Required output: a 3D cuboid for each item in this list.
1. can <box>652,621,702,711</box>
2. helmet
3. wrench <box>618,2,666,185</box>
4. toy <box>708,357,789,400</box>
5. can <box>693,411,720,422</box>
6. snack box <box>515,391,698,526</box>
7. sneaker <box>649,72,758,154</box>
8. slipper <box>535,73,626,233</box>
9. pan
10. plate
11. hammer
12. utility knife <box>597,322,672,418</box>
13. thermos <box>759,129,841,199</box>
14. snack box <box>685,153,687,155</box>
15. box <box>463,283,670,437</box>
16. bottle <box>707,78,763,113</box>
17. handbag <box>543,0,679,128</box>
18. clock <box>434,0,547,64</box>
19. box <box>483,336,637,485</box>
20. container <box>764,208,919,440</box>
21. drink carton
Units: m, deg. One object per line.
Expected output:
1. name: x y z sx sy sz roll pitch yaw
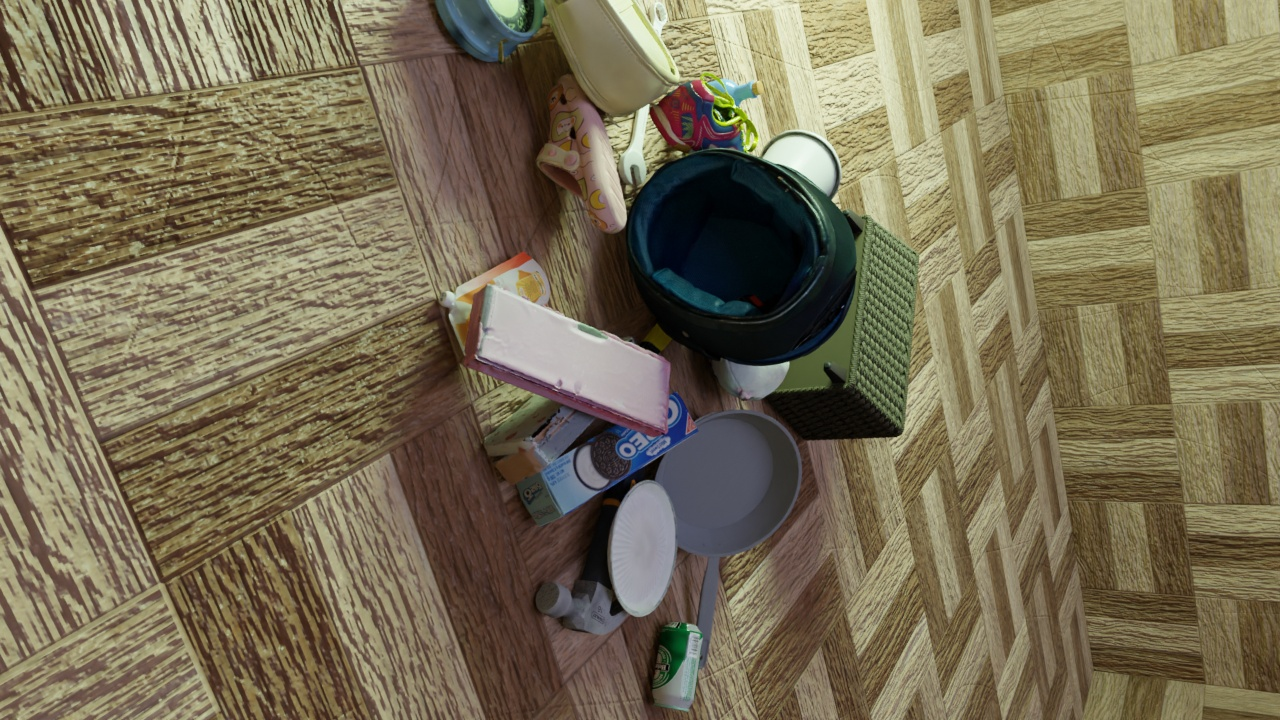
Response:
1. can: 0.046 0.376 1.131 0.053 0.053 0.101 33 60 -47
2. helmet: 0.139 -0.106 1.095 0.249 0.316 0.236 -54 139 0
3. wrench: 0.006 -0.348 1.191 0.047 0.009 0.273 29 63 -49
4. toy: 0.135 -0.030 1.269 0.179 0.102 0.138 63 26 -1
5. can: 0.119 0.147 1.234 0.078 0.079 0.146 -48 124 -45
6. snack box: -0.032 0.106 1.015 0.225 0.060 0.059 -26 85 -42
7. sneaker: 0.105 -0.284 1.166 0.116 0.091 0.241 61 20 19
8. slipper: -0.072 -0.220 1.015 0.093 0.081 0.197 46 26 -66
9. pan: 0.096 0.228 1.179 0.200 0.051 0.357 4 106 -19
10. plate: 0.002 0.218 1.071 0.156 0.014 0.157 4 86 -59
11. hammer: -0.028 0.163 1.072 0.139 0.035 0.311 45 52 -44
12. utility knife: -0.007 0.007 1.127 0.212 0.020 0.029 -50 124 -45
13. thermos: 0.205 -0.244 1.343 0.221 0.132 0.131 -49 125 -46
14. snack box: 0.093 -0.227 1.283 0.061 0.026 0.149 -3 89 -53
15. box: -0.066 0.004 0.925 0.232 0.037 0.098 25 52 -30
16. bottle: 0.102 -0.347 1.218 0.048 0.131 0.048 8 80 -53
17. handbag: -0.040 -0.359 1.018 0.191 0.089 0.232 59 17 -15
18. clock: -0.148 -0.383 0.943 0.118 0.060 0.161 49 46 -37
19. box: -0.073 0.049 0.981 0.063 0.081 0.215 56 44 -11
20. container: 0.299 -0.062 1.427 0.205 0.177 0.320 32 61 -44
21. drink carton: -0.148 -0.059 0.934 0.121 0.039 0.069 -37 116 -42
